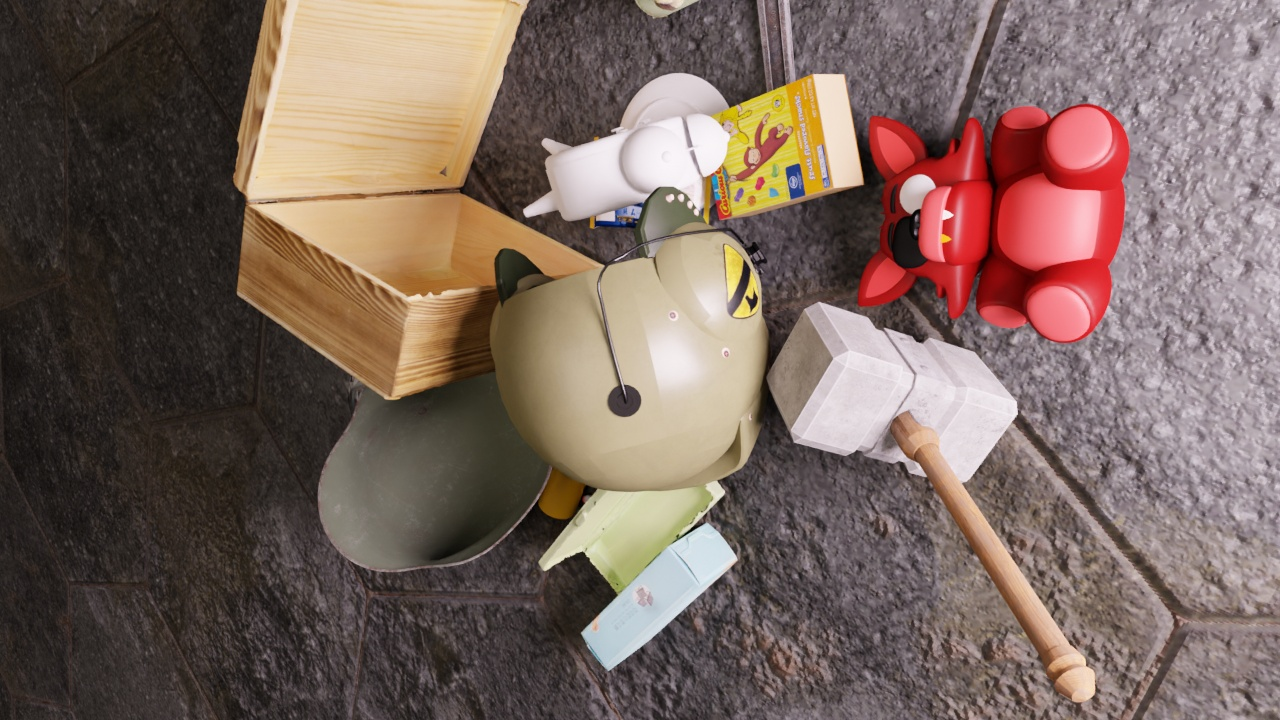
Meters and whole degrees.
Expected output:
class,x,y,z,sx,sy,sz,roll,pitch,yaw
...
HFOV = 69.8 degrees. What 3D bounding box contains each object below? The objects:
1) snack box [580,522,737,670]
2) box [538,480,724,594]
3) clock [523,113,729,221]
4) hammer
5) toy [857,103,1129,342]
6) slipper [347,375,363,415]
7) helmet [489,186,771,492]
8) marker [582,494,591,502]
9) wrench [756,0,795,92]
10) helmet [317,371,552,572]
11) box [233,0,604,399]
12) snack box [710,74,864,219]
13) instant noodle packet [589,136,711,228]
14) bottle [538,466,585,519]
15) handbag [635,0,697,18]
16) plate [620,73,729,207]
class,x,y,z,sx,sy,sz,roll,pitch,yaw
snack box,0.017,0.241,0.934,0.053,0.074,0.175,49,124,16
box,-0.009,0.169,0.919,0.082,0.097,0.188,49,127,17
clock,-0.015,-0.171,0.778,0.161,0.125,0.073,-7,107,40
hammer,0.207,0.089,0.606,0.317,0.162,0.083,-105,35,-56
toy,0.248,-0.103,0.672,0.197,0.120,0.158,12,110,42
slipper,-0.275,0.108,1.124,0.111,0.062,0.264,-10,107,36
helmet,0.001,-0.004,0.764,0.251,0.255,0.233,-14,90,37
marker,-0.004,0.156,0.969,0.142,0.012,0.013,4,103,35
wrench,0.114,-0.295,0.783,0.070,0.010,0.273,-1,100,36
helmet,-0.208,0.119,0.996,0.268,0.154,0.227,-31,74,-2
box,-0.198,-0.192,0.867,0.287,0.278,0.337,27,117,28
snack box,0.116,-0.175,0.766,0.126,0.040,0.088,-7,96,51
instant noodle packet,0.008,-0.163,0.863,0.134,0.026,0.087,11,103,33
bottle,-0.069,0.101,0.983,0.043,0.043,0.144,34,118,25
handbag,0.019,-0.382,0.759,0.113,0.116,0.186,-2,100,50
plate,0.030,-0.200,0.864,0.135,0.011,0.134,9,106,34
